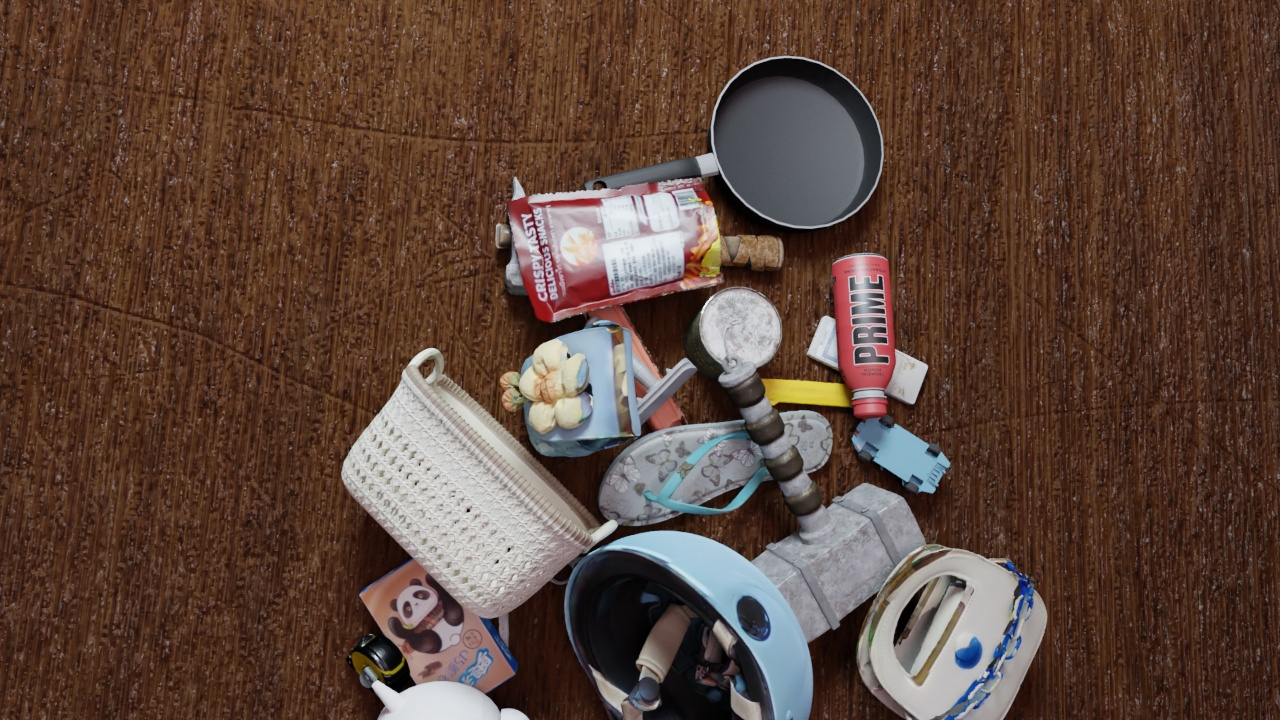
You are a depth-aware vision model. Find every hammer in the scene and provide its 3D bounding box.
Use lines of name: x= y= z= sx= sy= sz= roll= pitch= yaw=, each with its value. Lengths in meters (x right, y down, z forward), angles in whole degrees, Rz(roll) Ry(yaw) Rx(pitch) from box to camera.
hammer: x=0.150 y=0.112 z=0.935 sx=0.176 sy=0.079 sz=0.326 roll=-32 pitch=103 yaw=-13
hammer: x=0.003 y=-0.127 z=1.003 sx=0.318 sy=0.049 sz=0.121 roll=2 pitch=79 yaw=-11

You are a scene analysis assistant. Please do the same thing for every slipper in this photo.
slipper: x=0.085 y=0.109 z=0.963 sx=0.268 sy=0.055 sz=0.098 roll=-15 pitch=107 yaw=-13

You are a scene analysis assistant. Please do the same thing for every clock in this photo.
clock: x=-0.187 y=0.372 z=0.858 sx=0.161 sy=0.072 sz=0.125 roll=18 pitch=107 yaw=-14

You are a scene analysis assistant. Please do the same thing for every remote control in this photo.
remote control: x=0.259 y=0.000 z=1.044 sx=0.136 sy=0.011 sz=0.050 roll=25 pitch=78 yaw=-6

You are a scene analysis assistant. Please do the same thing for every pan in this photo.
pan: x=0.104 y=-0.223 z=1.026 sx=0.355 sy=0.044 sz=0.204 roll=-16 pitch=84 yaw=-14

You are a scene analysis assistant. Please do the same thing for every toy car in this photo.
toy car: x=0.287 y=0.104 z=1.026 sx=0.108 sy=0.027 sz=0.060 roll=33 pitch=78 yaw=6

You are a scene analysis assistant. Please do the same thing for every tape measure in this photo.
tape measure: x=-0.253 y=0.295 z=0.883 sx=0.061 sy=0.062 sz=0.034 roll=45 pitch=43 yaw=9

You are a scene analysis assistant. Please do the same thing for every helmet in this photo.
helmet: x=0.050 y=0.273 z=0.879 sx=0.265 sy=0.226 sz=0.166 roll=57 pitch=39 yaw=-1

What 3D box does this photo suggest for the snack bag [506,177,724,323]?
snack bag: x=-0.023 y=-0.120 z=0.942 sx=0.207 sy=0.067 sz=0.139 roll=-10 pitch=79 yaw=-13

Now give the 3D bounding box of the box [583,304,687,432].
box: x=-0.005 y=0.005 z=0.980 sx=0.059 sy=0.056 sz=0.186 roll=-32 pitch=90 yaw=-45

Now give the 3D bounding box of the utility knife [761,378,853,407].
utility knife: x=0.188 y=0.038 z=1.024 sx=0.151 sy=0.017 sz=0.030 roll=4 pitch=86 yaw=-8

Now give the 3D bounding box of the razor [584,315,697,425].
razor: x=-0.013 y=-0.001 z=0.948 sx=0.088 sy=0.047 sz=0.116 roll=-45 pitch=82 yaw=2

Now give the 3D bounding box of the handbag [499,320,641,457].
handbag: x=-0.073 y=0.033 z=0.887 sx=0.118 sy=0.192 sz=0.121 roll=-2 pitch=83 yaw=-25

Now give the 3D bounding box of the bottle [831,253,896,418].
bottle: x=0.246 y=-0.025 z=1.007 sx=0.062 sy=0.062 sz=0.176 roll=1 pitch=78 yaw=-10

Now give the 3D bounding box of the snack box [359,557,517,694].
snack box: x=-0.198 y=0.267 z=0.908 sx=0.087 sy=0.034 sz=0.151 roll=-33 pitch=89 yaw=-1

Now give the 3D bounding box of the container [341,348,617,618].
container: x=-0.158 y=0.122 z=0.870 sx=0.246 sy=0.184 sz=0.143 roll=43 pitch=88 yaw=6

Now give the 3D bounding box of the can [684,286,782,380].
can: x=0.098 y=-0.027 z=0.988 sx=0.090 sy=0.075 sz=0.089 roll=2 pitch=80 yaw=-10

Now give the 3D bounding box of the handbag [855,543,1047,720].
handbag: x=0.317 y=0.284 z=0.937 sx=0.199 sy=0.093 sz=0.200 roll=34 pitch=80 yaw=-28

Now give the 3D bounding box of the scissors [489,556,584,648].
scissors: x=-0.126 y=0.239 z=0.940 sx=0.175 sy=0.014 sz=0.141 roll=-22 pitch=84 yaw=-8
